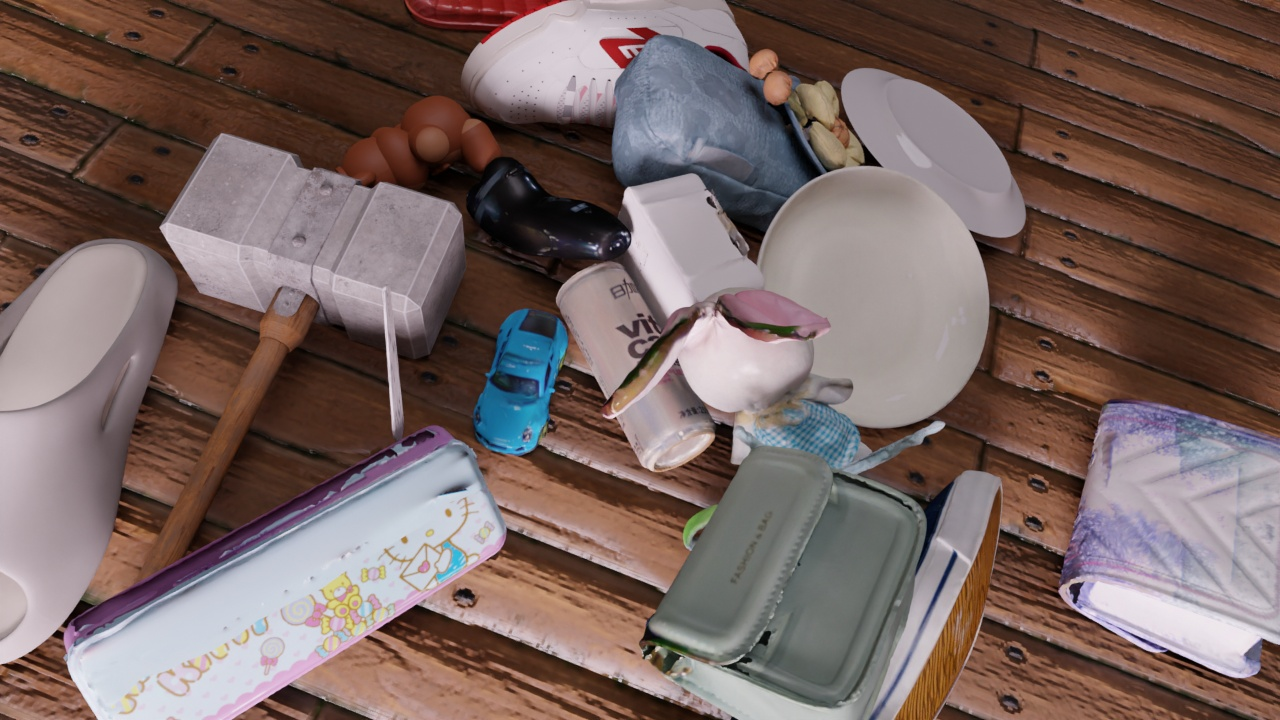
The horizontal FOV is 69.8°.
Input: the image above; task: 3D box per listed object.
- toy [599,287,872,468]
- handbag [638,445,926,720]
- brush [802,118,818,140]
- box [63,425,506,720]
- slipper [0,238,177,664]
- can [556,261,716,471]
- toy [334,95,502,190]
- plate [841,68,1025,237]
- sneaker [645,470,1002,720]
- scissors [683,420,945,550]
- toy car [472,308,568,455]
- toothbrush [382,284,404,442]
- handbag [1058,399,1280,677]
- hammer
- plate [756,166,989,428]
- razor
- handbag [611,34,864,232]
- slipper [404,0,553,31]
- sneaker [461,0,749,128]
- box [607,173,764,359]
[{"bbox_3d":[0.081,0.009,0.543,0.205,0.131,0.105,36,42,-43],"label":"toy"},{"bbox_3d":[0.073,0.111,0.443,0.106,0.067,0.121,20,56,23],"label":"handbag"},{"bbox_3d":[0.147,-0.158,0.756,0.039,0.012,0.151,-4,60,-12],"label":"brush"},{"bbox_3d":[-0.176,0.113,0.479,0.213,0.078,0.065,-29,32,-25],"label":"box"},{"bbox_3d":[-0.338,0.024,0.503,0.113,0.081,0.265,4,58,2],"label":"slipper"},{"bbox_3d":[-0.004,0.003,0.599,0.054,0.054,0.135,-19,65,-21],"label":"can"},{"bbox_3d":[-0.170,-0.141,0.660,0.127,0.065,0.095,-34,27,-15],"label":"toy"},{"bbox_3d":[0.245,-0.178,0.744,0.188,0.016,0.188,19,46,-21],"label":"plate"},{"bbox_3d":[0.102,0.157,0.512,0.127,0.121,0.293,22,53,37],"label":"sneaker"},{"bbox_3d":[0.100,0.075,0.537,0.172,0.172,0.021,40,32,-38],"label":"scissors"},{"bbox_3d":[-0.076,0.010,0.597,0.048,0.032,0.105,14,58,-2],"label":"toy car"},{"bbox_3d":[-0.134,0.021,0.489,0.010,0.182,0.010,22,50,6],"label":"toothbrush"},{"bbox_3d":[0.352,0.109,0.598,0.126,0.069,0.158,20,55,19],"label":"handbag"},{"bbox_3d":[-0.234,0.029,0.537,0.163,0.083,0.316,17,64,0],"label":"hammer"},{"bbox_3d":[0.158,-0.043,0.644,0.182,0.034,0.182,2,84,-17],"label":"plate"},{"bbox_3d":[-0.064,-0.103,0.633,0.141,0.064,0.052,22,42,40],"label":"razor"},{"bbox_3d":[0.078,-0.166,0.668,0.191,0.119,0.121,17,59,-26],"label":"handbag"},{"bbox_3d":[-0.080,-0.335,0.797,0.248,0.059,0.103,-8,60,-14],"label":"slipper"},{"bbox_3d":[-0.016,-0.219,0.727,0.236,0.091,0.104,-18,70,-24],"label":"sneaker"},{"bbox_3d":[0.043,-0.066,0.625,0.091,0.103,0.107,-21,66,-24],"label":"box"}]
